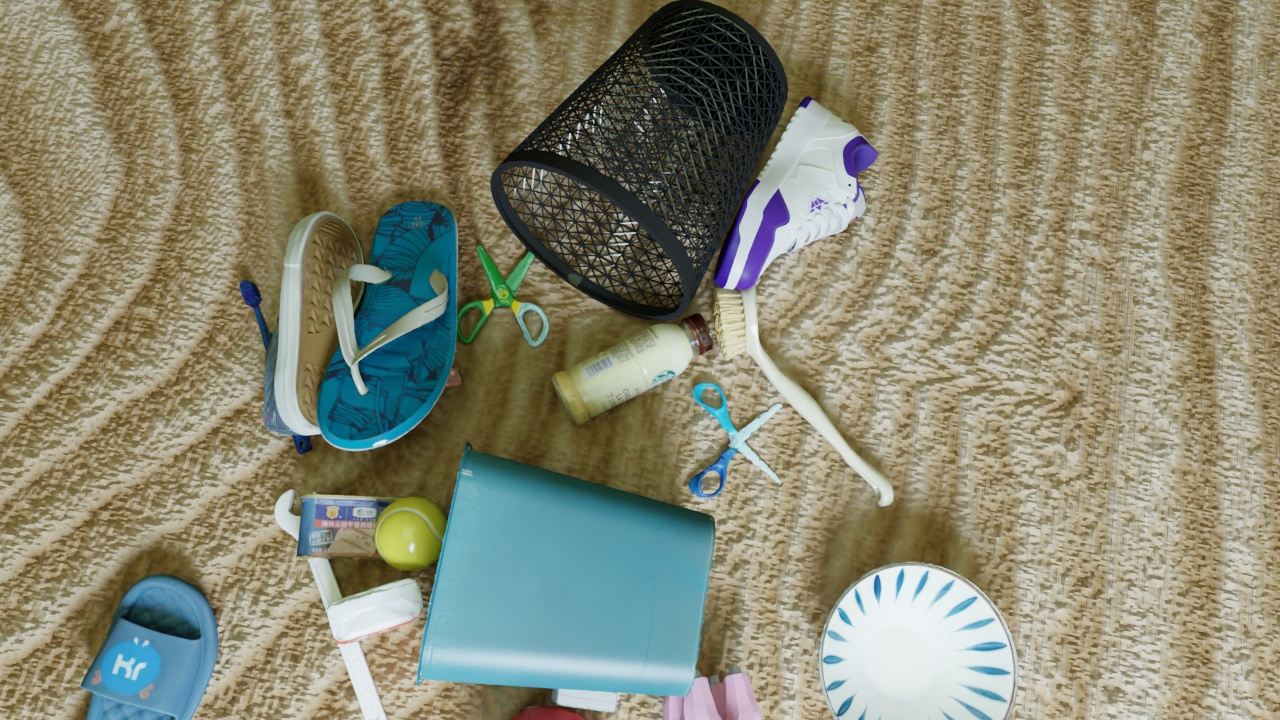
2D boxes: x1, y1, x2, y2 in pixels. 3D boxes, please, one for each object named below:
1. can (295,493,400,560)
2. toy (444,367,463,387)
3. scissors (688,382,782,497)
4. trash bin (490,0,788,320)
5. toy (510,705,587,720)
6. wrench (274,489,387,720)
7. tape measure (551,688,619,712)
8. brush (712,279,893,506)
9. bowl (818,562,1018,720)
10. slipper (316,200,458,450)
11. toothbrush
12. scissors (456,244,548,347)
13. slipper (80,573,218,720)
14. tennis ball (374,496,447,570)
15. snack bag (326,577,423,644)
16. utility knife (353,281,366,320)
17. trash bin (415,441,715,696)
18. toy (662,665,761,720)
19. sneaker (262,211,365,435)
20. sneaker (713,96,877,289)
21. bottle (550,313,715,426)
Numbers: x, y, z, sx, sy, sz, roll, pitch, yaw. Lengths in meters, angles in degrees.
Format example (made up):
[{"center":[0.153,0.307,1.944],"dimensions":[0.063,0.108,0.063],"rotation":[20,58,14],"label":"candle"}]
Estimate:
[{"center":[-0.268,0.156,0.856],"dimensions":[0.099,0.054,0.059],"rotation":[4,77,-16],"label":"can"},{"center":[-0.232,0.008,0.903],"dimensions":[0.112,0.050,0.087],"rotation":[-7,80,-25],"label":"toy"},{"center":[0.090,0.082,0.915],"dimensions":[0.127,0.014,0.133],"rotation":[42,74,4],"label":"scissors"},{"center":[0.014,-0.201,0.890],"dimensions":[0.217,0.217,0.242],"rotation":[31,71,6],"label":"trash bin"},{"center":[-0.070,0.409,0.789],"dimensions":[0.147,0.099,0.216],"rotation":[-13,82,-12],"label":"toy"},{"center":[-0.282,0.247,0.864],"dimensions":[0.047,0.009,0.273],"rotation":[-23,78,-7],"label":"wrench"},{"center":[-0.050,0.304,0.830],"dimensions":[0.062,0.060,0.020],"rotation":[8,76,0],"label":"tape measure"},{"center":[0.159,0.034,0.910],"dimensions":[0.077,0.062,0.272],"rotation":[-38,84,7],"label":"brush"},{"center":[0.244,0.276,0.839],"dimensions":[0.177,0.071,0.177],"rotation":[0,76,-1],"label":"bowl"},{"center":[-0.231,-0.052,0.872],"dimensions":[0.118,0.060,0.294],"rotation":[4,57,-2],"label":"slipper"},{"center":[-0.366,0.004,0.918],"dimensions":[0.016,0.017,0.190],"rotation":[-22,78,-7],"label":"toothbrush"},{"center":[-0.136,-0.062,0.943],"dimensions":[0.127,0.011,0.125],"rotation":[33,79,5],"label":"scissors"},{"center":[-0.449,0.301,0.822],"dimensions":[0.104,0.059,0.213],"rotation":[13,78,-1],"label":"slipper"},{"center":[-0.203,0.154,0.817],"dimensions":[0.065,0.065,0.065],"rotation":[0,76,-2],"label":"tennis ball"},{"center":[-0.236,0.223,0.811],"dimensions":[0.077,0.116,0.036],"rotation":[-14,77,-22],"label":"snack bag"},{"center":[-0.281,-0.027,0.928],"dimensions":[0.029,0.020,0.174],"rotation":[12,75,-1],"label":"utility knife"},{"center":[-0.063,0.193,0.800],"dimensions":[0.218,0.197,0.199],"rotation":[11,76,-6],"label":"trash bin"},{"center":[0.064,0.354,0.798],"dimensions":[0.067,0.124,0.157],"rotation":[0,66,-17],"label":"toy"},{"center":[-0.331,-0.037,0.896],"dimensions":[0.079,0.087,0.235],"rotation":[-15,64,29],"label":"sneaker"},{"center":[0.164,-0.152,0.930],"dimensions":[0.111,0.092,0.243],"rotation":[29,67,4],"label":"sneaker"},{"center":[-0.005,0.005,0.907],"dimensions":[0.162,0.056,0.056],"rotation":[-26,78,-8],"label":"bottle"}]
